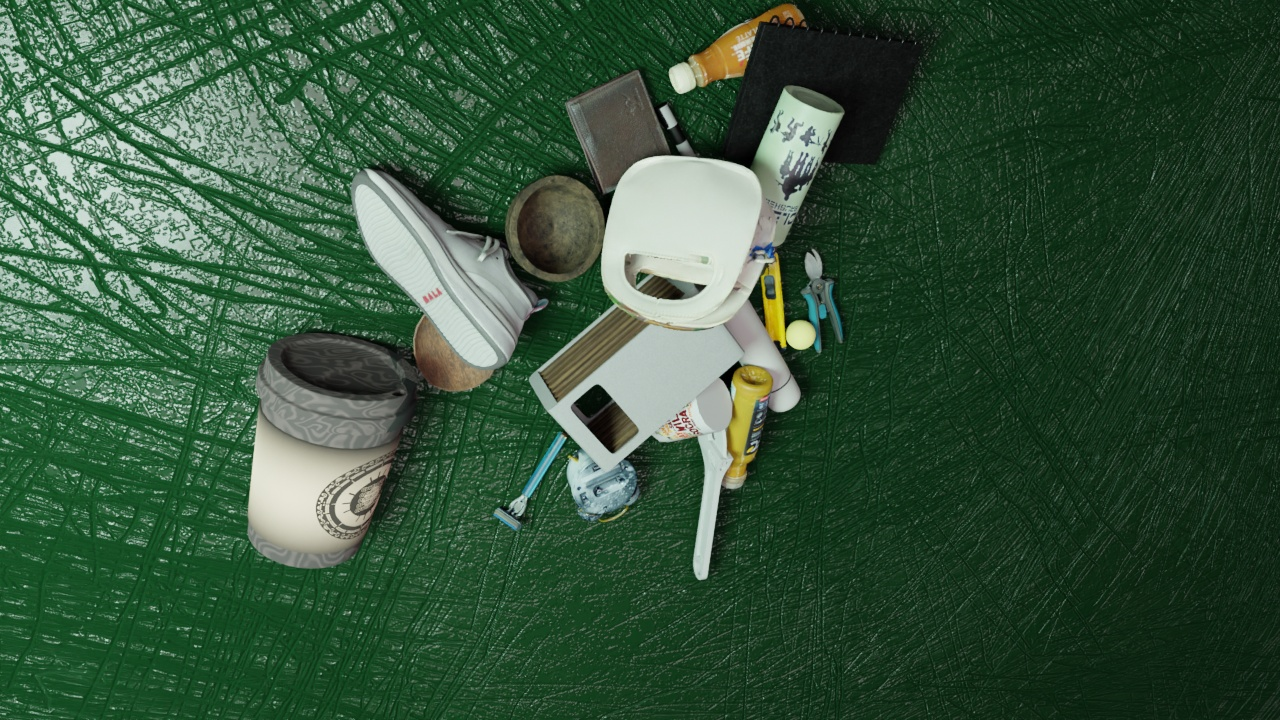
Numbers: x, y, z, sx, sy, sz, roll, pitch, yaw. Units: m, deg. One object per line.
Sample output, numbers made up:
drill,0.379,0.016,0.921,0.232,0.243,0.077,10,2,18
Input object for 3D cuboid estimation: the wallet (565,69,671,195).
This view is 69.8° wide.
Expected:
wallet,-0.024,-0.268,1.085,0.099,0.031,0.120,-28,115,-11

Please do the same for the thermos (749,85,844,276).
thermos,0.160,-0.211,1.115,0.082,0.082,0.232,7,126,-22

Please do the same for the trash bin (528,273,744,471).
trash bin,-0.007,0.007,1.146,0.229,0.114,0.114,-40,117,-1

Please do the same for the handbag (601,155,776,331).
handbag,0.054,-0.126,1.063,0.199,0.201,0.093,-70,155,-14

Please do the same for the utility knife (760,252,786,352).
utility knife,0.172,-0.104,1.220,0.030,0.018,0.207,-1,111,18

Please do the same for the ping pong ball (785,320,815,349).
ping pong ball,0.218,-0.035,1.250,0.040,0.040,0.040,-7,112,-17

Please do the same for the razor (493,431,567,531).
razor,-0.138,0.156,1.212,0.042,0.022,0.144,34,93,10

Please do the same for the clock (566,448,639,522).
clock,-0.049,0.166,1.225,0.090,0.052,0.129,-23,120,-10

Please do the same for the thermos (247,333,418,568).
thermos,-0.358,0.105,1.040,0.172,0.172,0.226,11,112,-23

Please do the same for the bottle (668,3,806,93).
bottle,0.114,-0.362,1.080,0.167,0.059,0.059,-26,116,-6

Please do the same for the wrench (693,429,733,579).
wrench,0.093,0.191,1.286,0.018,0.086,0.274,-5,122,-18

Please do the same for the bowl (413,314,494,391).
bowl,-0.223,-0.020,1.110,0.102,0.026,0.114,-10,112,-15

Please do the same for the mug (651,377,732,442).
mug,0.069,0.058,1.201,0.105,0.090,0.073,-28,99,-50

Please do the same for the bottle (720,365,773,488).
bottle,0.137,0.095,1.243,0.053,0.053,0.186,-6,128,-17

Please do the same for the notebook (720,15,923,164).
notebook,0.222,-0.322,1.114,0.231,0.019,0.169,-3,129,-25

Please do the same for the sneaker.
sneaker,-0.213,-0.122,1.045,0.263,0.097,0.128,50,47,-12

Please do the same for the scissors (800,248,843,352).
scissors,0.243,-0.076,1.256,0.132,0.019,0.148,24,102,-26

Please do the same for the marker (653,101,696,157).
marker,0.058,-0.252,1.126,0.016,0.016,0.140,-35,117,-4

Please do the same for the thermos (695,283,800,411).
thermos,0.148,-0.023,1.223,0.052,0.052,0.224,-36,117,-4

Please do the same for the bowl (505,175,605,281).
bowl,-0.108,-0.155,1.079,0.121,0.056,0.121,-6,103,-30
